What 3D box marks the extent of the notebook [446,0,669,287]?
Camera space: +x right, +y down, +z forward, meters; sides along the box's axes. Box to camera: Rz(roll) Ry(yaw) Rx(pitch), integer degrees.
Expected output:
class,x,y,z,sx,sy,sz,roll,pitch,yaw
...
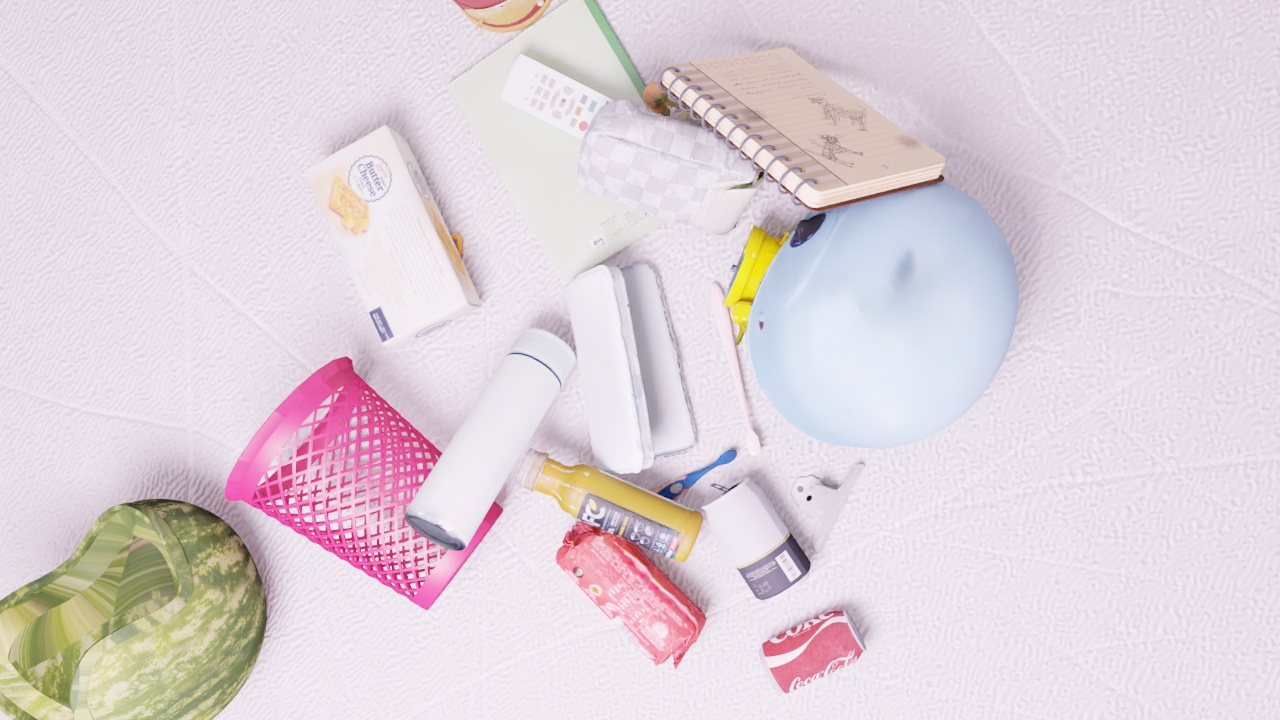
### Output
class,x,y,z,sx,sy,sz,roll,pitch,yaw
notebook,-0.067,-0.231,0.956,0.182,0.010,0.252,-31,87,11

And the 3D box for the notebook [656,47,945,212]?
class,x,y,z,sx,sy,sz,roll,pitch,yaw
notebook,0.137,-0.211,0.809,0.225,0.167,0.024,50,144,34

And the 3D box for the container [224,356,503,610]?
class,x,y,z,sx,sy,sz,roll,pitch,yaw
container,-0.268,0.136,0.941,0.226,0.183,0.183,37,99,0

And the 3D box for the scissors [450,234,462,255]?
class,x,y,z,sx,sy,sz,roll,pitch,yaw
scissors,-0.253,-0.116,0.998,0.125,0.011,0.129,-28,86,10

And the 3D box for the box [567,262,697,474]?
class,x,y,z,sx,sy,sz,roll,pitch,yaw
box,-0.003,0.004,0.947,0.108,0.109,0.216,-10,88,54

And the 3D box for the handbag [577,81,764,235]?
class,x,y,z,sx,sy,sz,roll,pitch,yaw
handbag,0.031,-0.200,0.875,0.171,0.113,0.123,15,68,-7

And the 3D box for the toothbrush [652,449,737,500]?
class,x,y,z,sx,sy,sz,roll,pitch,yaw
toothbrush,0.044,0.128,0.952,0.135,0.017,0.021,-34,82,13

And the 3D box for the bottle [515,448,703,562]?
class,x,y,z,sx,sy,sz,roll,pitch,yaw
bottle,-0.032,0.140,0.910,0.186,0.053,0.053,23,97,2

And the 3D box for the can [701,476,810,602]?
class,x,y,z,sx,sy,sz,roll,pitch,yaw
can,0.112,0.173,0.914,0.064,0.064,0.127,-34,86,11

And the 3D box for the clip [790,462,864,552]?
class,x,y,z,sx,sy,sz,roll,pitch,yaw
clip,0.180,0.140,0.918,0.054,0.038,0.101,24,96,-4

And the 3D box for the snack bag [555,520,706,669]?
class,x,y,z,sx,sy,sz,roll,pitch,yaw
snack bag,-0.009,0.232,0.932,0.176,0.082,0.082,44,100,5

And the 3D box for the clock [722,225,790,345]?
class,x,y,z,sx,sy,sz,roll,pitch,yaw
clock,0.111,-0.072,0.894,0.057,0.083,0.119,22,94,3

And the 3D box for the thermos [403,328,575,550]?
class,x,y,z,sx,sy,sz,roll,pitch,yaw
thermos,-0.142,0.072,0.896,0.068,0.068,0.229,23,60,9

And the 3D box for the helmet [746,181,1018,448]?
class,x,y,z,sx,sy,sz,roll,pitch,yaw
helmet,0.234,-0.045,0.813,0.225,0.167,0.265,32,81,-17

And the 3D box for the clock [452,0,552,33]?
class,x,y,z,sx,sy,sz,roll,pitch,yaw
clock,-0.155,-0.419,0.927,0.117,0.081,0.159,-19,89,11

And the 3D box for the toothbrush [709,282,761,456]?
class,x,y,z,sx,sy,sz,roll,pitch,yaw
toothbrush,0.097,0.009,0.935,0.016,0.018,0.181,-14,88,10

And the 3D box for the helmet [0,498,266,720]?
class,x,y,z,sx,sy,sz,roll,pitch,yaw
helmet,-0.509,0.278,0.953,0.213,0.246,0.243,4,134,26

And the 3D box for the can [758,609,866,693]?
class,x,y,z,sx,sy,sz,roll,pitch,yaw
can,0.171,0.289,0.914,0.097,0.054,0.054,-29,87,11

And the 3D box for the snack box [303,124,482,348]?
class,x,y,z,sx,sy,sz,roll,pitch,yaw
snack box,-0.258,-0.127,0.963,0.104,0.057,0.208,-26,87,9

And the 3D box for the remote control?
class,x,y,z,sx,sy,sz,roll,pitch,yaw
remote control,-0.073,-0.260,0.937,0.143,0.024,0.049,29,101,9
